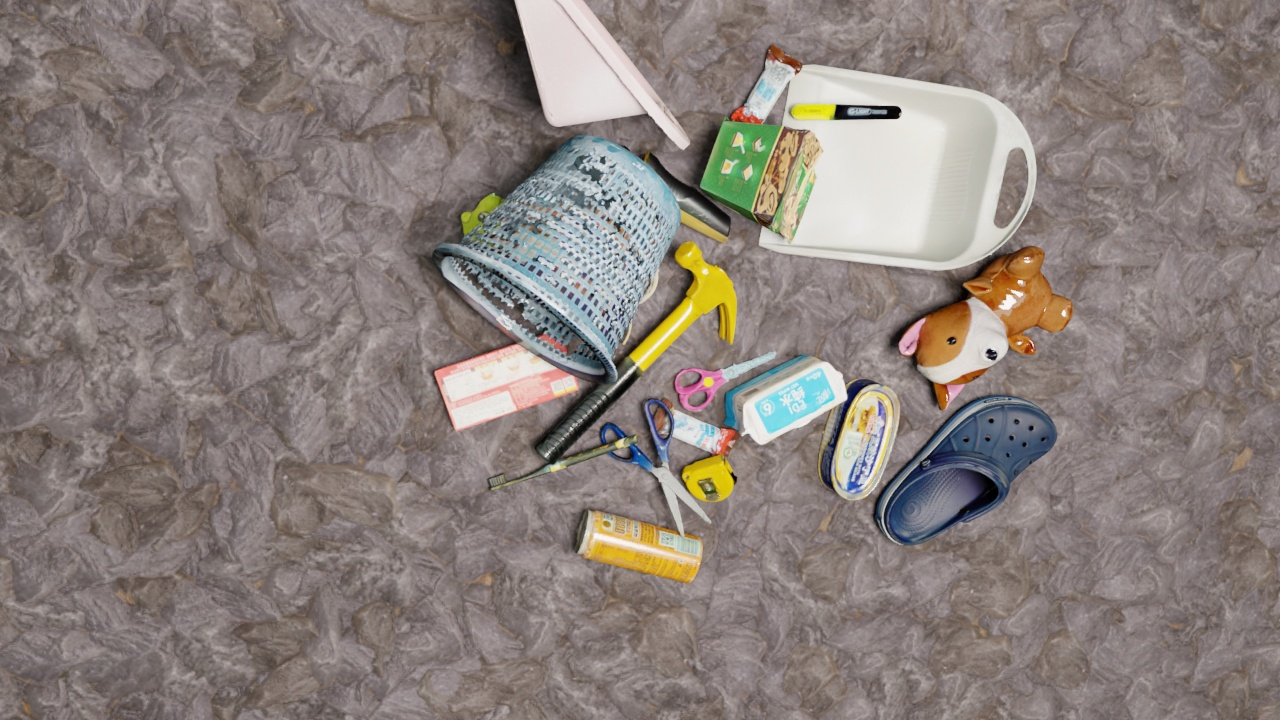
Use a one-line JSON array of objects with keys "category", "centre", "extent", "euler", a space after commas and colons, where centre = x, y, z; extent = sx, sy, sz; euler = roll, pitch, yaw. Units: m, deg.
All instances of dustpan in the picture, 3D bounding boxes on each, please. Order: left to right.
[{"category": "dustpan", "centre": [-0.043, -0.342, 0.947], "extent": [0.139, 0.222, 0.274], "euler": [-11, 112, 5]}, {"category": "dustpan", "centre": [0.297, -0.214, 1.046], "extent": [0.257, 0.142, 0.223], "euler": [9, 96, -11]}]

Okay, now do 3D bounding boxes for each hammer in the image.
[{"category": "hammer", "centre": [-0.006, 0.006, 1.065], "extent": [0.301, 0.033, 0.129], "euler": [-45, 120, 0]}]

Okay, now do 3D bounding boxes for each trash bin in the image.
[{"category": "trash bin", "centre": [-0.068, -0.116, 0.960], "extent": [0.226, 0.227, 0.194], "euler": [38, 75, -11]}]

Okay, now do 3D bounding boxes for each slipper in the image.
[{"category": "slipper", "centre": [0.403, 0.137, 1.132], "extent": [0.253, 0.095, 0.105], "euler": [-37, 103, 1]}]

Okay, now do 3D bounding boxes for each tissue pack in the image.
[{"category": "tissue pack", "centre": [0.169, 0.046, 1.085], "extent": [0.140, 0.090, 0.063], "euler": [-27, 100, -5]}]

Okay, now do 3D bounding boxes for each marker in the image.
[{"category": "marker", "centre": [0.235, -0.284, 1.051], "extent": [0.124, 0.015, 0.018], "euler": [5, 96, 17]}]

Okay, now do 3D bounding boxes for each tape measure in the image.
[{"category": "tape measure", "centre": [0.084, 0.145, 1.105], "extent": [0.060, 0.028, 0.057], "euler": [-19, 118, 21]}]

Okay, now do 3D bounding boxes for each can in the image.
[{"category": "can", "centre": [-0.001, 0.223, 1.099], "extent": [0.146, 0.058, 0.058], "euler": [16, 94, -10]}, {"category": "can", "centre": [0.268, 0.096, 1.127], "extent": [0.074, 0.049, 0.148], "euler": [15, 95, -10]}]

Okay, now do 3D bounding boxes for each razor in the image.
[{"category": "razor", "centre": [0.034, -0.186, 1.060], "extent": [0.167, 0.062, 0.068], "euler": [29, 122, -16]}]

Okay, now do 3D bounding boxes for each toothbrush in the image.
[{"category": "toothbrush", "centre": [-0.092, 0.119, 1.084], "extent": [0.186, 0.012, 0.017], "euler": [-19, 88, 3]}]

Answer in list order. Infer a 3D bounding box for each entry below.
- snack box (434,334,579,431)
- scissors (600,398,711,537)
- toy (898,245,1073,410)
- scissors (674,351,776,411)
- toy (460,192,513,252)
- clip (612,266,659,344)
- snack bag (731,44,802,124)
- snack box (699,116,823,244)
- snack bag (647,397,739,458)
[{"category": "snack box", "centre": [-0.155, 0.022, 1.067], "extent": [0.153, 0.025, 0.075], "euler": [-19, 99, -6]}, {"category": "scissors", "centre": [0.016, 0.128, 1.091], "extent": [0.155, 0.012, 0.166], "euler": [5, 94, 10]}, {"category": "toy", "centre": [0.413, -0.038, 1.101], "extent": [0.200, 0.130, 0.140], "euler": [-36, 107, 7]}, {"category": "scissors", "centre": [0.105, 0.017, 1.110], "extent": [0.133, 0.017, 0.054], "euler": [-23, 84, -8]}, {"category": "toy", "centre": [-0.152, -0.141, 1.044], "extent": [0.096, 0.031, 0.100], "euler": [-9, 102, -11]}, {"category": "clip", "centre": [-0.002, -0.073, 1.074], "extent": [0.094, 0.035, 0.102], "euler": [-12, 103, -5]}, {"category": "snack bag", "centre": [0.146, -0.312, 1.067], "extent": [0.045, 0.026, 0.105], "euler": [30, 91, -2]}, {"category": "snack box", "centre": [0.133, -0.207, 1.035], "extent": [0.106, 0.118, 0.117], "euler": [21, 94, 19]}, {"category": "snack bag", "centre": [0.064, 0.086, 1.107], "extent": [0.104, 0.026, 0.048], "euler": [28, 88, -11]}]
